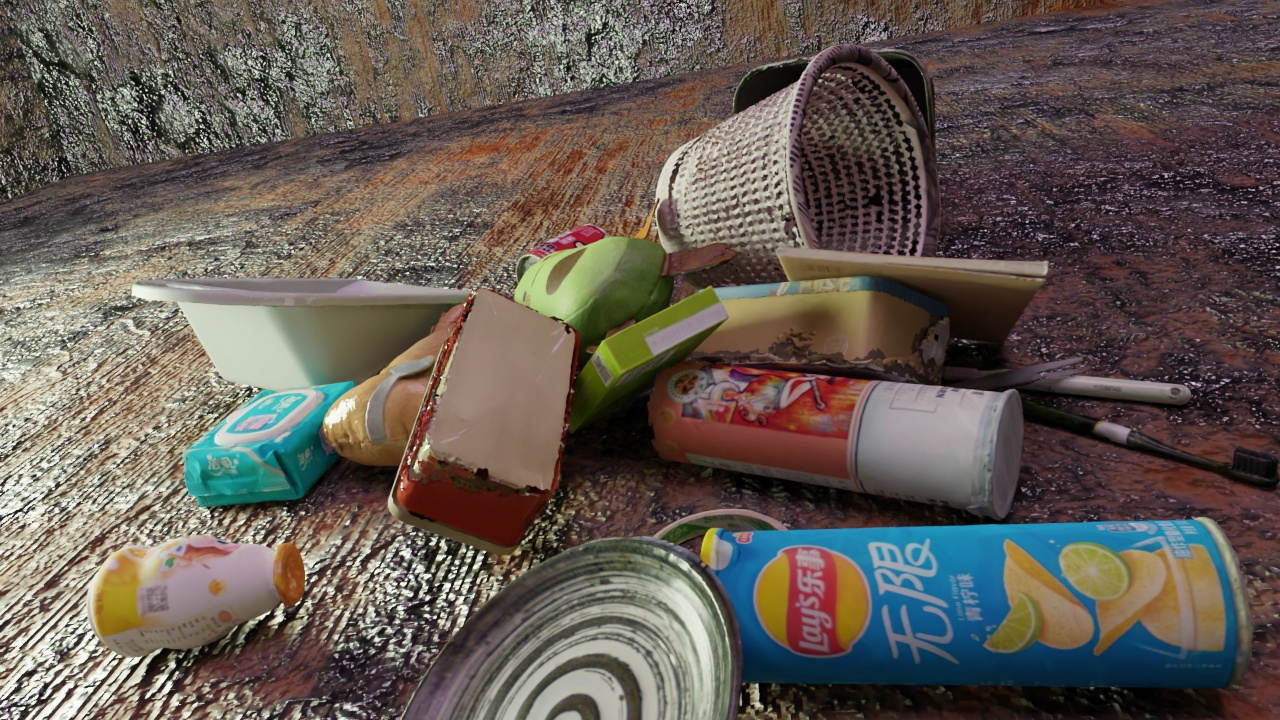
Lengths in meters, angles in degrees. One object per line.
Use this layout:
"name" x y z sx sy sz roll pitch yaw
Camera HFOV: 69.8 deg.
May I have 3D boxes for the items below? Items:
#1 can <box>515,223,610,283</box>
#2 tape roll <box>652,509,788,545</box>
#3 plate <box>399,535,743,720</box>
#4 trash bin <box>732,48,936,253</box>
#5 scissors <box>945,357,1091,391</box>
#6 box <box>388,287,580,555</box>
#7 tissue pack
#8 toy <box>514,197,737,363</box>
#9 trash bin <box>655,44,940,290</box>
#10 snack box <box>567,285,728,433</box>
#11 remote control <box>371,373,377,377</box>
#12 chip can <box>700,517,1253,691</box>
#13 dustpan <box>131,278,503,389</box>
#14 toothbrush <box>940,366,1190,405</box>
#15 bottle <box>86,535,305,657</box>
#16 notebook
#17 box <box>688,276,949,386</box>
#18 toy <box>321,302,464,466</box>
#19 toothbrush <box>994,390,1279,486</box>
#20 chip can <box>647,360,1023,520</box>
"can" -0.076 -0.098 0.958 0.067 0.066 0.093 11 31 40
"tape roll" 0.043 0.110 0.501 0.086 0.014 0.085 -9 24 4
"plate" -0.032 0.151 0.379 0.180 0.024 0.179 -27 32 19
"trash bin" 0.228 -0.234 0.998 0.199 0.199 0.219 0 19 24
"scissors" 0.202 0.026 0.605 0.172 0.014 0.146 5 28 43
"box" -0.092 0.027 0.582 0.091 0.080 0.168 23 36 -15
"tissue pack" -0.277 0.059 0.708 0.093 0.050 0.133 -6 23 15
"toy" -0.038 -0.054 0.786 0.226 0.090 0.247 -50 25 -20
"trash bin" 0.129 -0.143 0.824 0.193 0.227 0.226 -4 21 46
"snack box" -0.004 0.004 0.631 0.085 0.026 0.157 -28 -8 -22
"remote control" -0.308 0.003 0.888 0.056 0.019 0.135 -27 28 -33
"chip can" 0.134 0.106 0.400 0.210 0.071 0.071 -5 24 14
"dustpan" -0.302 -0.065 0.832 0.223 0.143 0.256 8 38 33
"toothbrush" 0.263 0.013 0.623 0.190 0.029 0.020 7 -12 32
"bottle" -0.249 0.130 0.521 0.108 0.063 0.063 -10 24 1
"notebook" 0.178 -0.040 0.619 0.150 0.012 0.211 6 -7 17
"box" 0.112 -0.015 0.627 0.089 0.061 0.185 17 -8 -39
"toy" -0.151 0.010 0.730 0.143 0.082 0.225 -2 23 13
"toothbrush" 0.281 0.039 0.555 0.012 0.017 0.186 -28 29 -29
"chip can" 0.111 0.043 0.556 0.215 0.071 0.071 5 28 34
